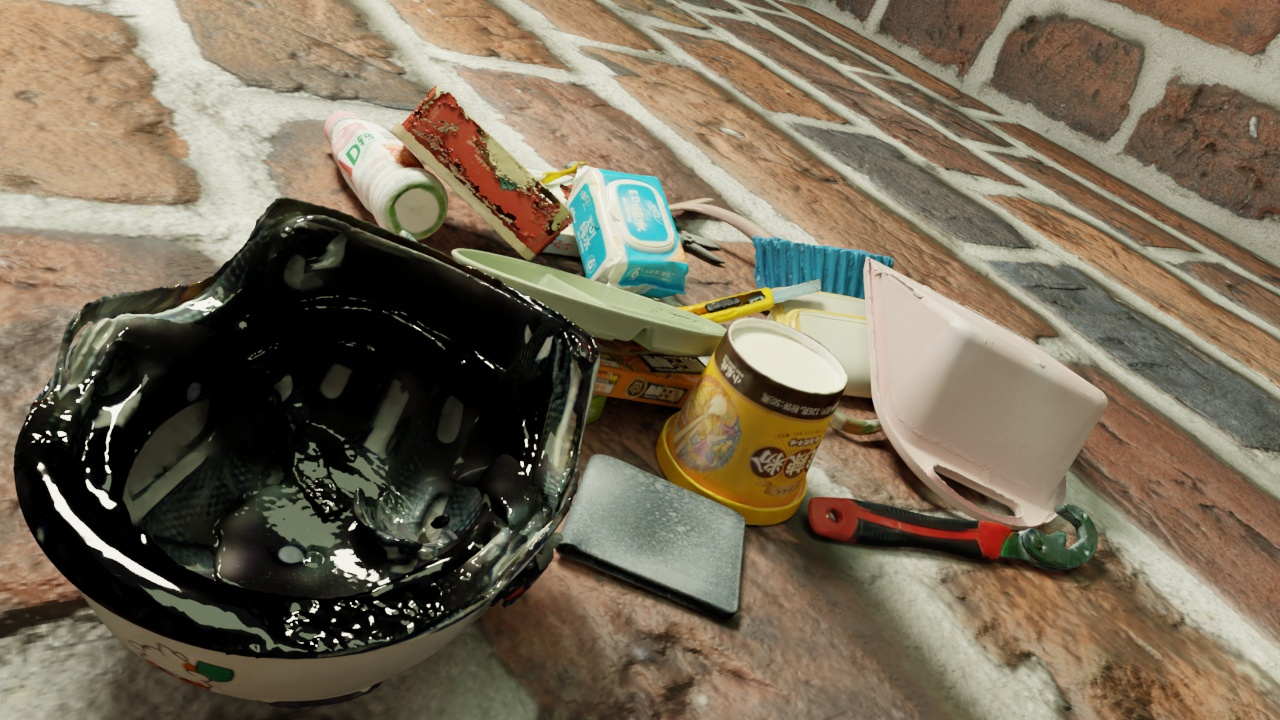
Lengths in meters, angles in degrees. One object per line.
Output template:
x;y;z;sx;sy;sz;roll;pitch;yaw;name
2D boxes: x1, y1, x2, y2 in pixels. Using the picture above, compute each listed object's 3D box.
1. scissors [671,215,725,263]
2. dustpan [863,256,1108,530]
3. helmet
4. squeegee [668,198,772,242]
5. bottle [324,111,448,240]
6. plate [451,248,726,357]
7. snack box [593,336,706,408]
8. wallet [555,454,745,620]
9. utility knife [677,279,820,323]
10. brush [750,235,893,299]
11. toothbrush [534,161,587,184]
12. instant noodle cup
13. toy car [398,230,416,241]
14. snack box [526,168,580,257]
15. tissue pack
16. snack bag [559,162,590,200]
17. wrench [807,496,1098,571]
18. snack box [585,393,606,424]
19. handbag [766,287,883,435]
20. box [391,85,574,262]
0.011;-0.160;1.046;0.170;0.019;0.181;4;32;-39;scissors
0.300;0.031;0.865;0.222;0.139;0.273;26;15;-7;dustpan
-0.151;0.057;0.453;0.230;0.157;0.273;23;40;-2;helmet
0.136;-0.130;1.053;0.249;0.040;0.247;34;22;12;squeegee
-0.252;-0.184;0.876;0.068;0.068;0.197;-5;35;-38;bottle
-0.040;-0.045;0.730;0.230;0.027;0.230;16;7;-2;plate
-0.004;0.004;0.735;0.153;0.026;0.075;11;25;-42;snack box
0.011;0.115;0.605;0.121;0.019;0.097;22;31;-2;wallet
0.082;-0.051;0.856;0.208;0.015;0.033;-15;44;-18;utility knife
0.263;-0.062;1.003;0.314;0.109;0.060;7;6;-12;brush
-0.108;-0.197;0.985;0.018;0.016;0.190;20;27;20;toothbrush
0.086;0.040;0.677;0.118;0.115;0.118;17;30;-10;instant noodle cup
-0.193;-0.072;0.754;0.034;0.043;0.090;43;7;-39;toy car
-0.089;-0.159;0.977;0.084;0.027;0.156;5;34;-28;snack box
-0.011;-0.124;0.898;0.089;0.063;0.140;1;61;-32;tissue pack
-0.059;-0.189;0.993;0.048;0.026;0.104;35;28;-6;snack bag
0.251;0.133;0.718;0.273;0.016;0.056;7;59;-20;wrench
-0.109;0.003;0.698;0.156;0.026;0.085;37;33;23;snack box
0.203;0.003;0.876;0.163;0.063;0.178;7;36;-21;handbag
-0.136;-0.173;0.841;0.168;0.076;0.091;43;0;-6;box
